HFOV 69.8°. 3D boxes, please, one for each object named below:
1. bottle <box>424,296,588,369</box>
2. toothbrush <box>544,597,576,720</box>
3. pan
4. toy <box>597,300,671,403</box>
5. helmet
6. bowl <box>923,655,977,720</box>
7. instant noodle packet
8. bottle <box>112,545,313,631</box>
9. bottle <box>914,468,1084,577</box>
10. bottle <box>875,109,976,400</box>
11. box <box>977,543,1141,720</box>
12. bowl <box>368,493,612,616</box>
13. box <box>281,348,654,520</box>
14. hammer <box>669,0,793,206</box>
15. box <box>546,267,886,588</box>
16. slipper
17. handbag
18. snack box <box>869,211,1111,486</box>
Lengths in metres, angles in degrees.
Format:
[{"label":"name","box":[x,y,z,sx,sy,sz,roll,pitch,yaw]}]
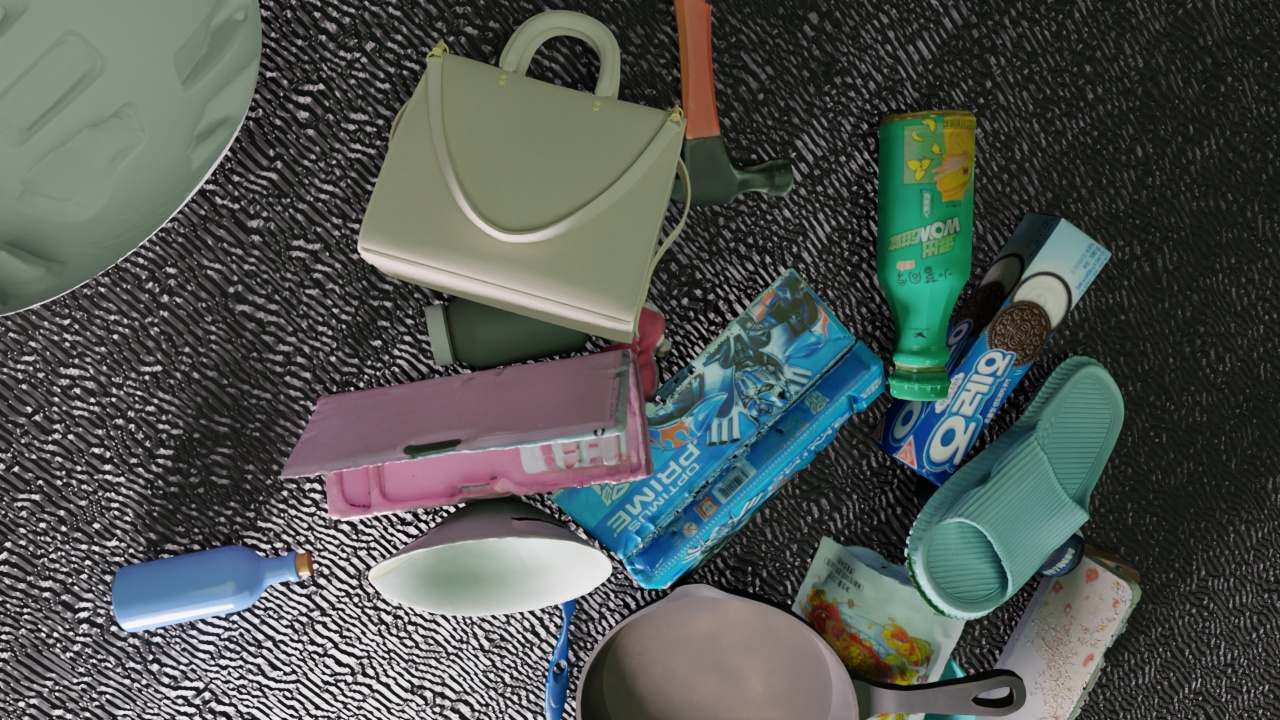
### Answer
[{"label":"bottle","box":[-0.094,-0.027,0.651,0.108,0.060,0.060,-11,109,-9]},{"label":"toothbrush","box":[-0.067,0.249,0.768,0.021,0.016,0.132,4,109,-13]},{"label":"pan","box":[0.126,0.275,0.753,0.356,0.043,0.249,-7,107,8]},{"label":"toy","box":[-0.004,0.004,0.686,0.050,0.065,0.102,4,105,-47]},{"label":"helmet","box":[-0.342,-0.160,0.490,0.283,0.183,0.224,-43,116,11]},{"label":"bowl","box":[0.242,0.297,0.817,0.046,0.121,0.121,0,114,-58]},{"label":"instant noodle packet","box":[0.173,0.298,0.795,0.147,0.057,0.269,21,102,15]},{"label":"bottle","box":[-0.308,0.161,0.671,0.131,0.048,0.048,-10,109,-9]},{"label":"bottle","box":[0.308,0.136,0.789,0.160,0.056,0.056,27,100,-18]},{"label":"bottle","box":[0.210,-0.075,0.681,0.068,0.068,0.210,-3,99,-11]},{"label":"box","box":[0.385,0.277,0.842,0.107,0.095,0.216,13,105,-42]},{"label":"bowl","box":[-0.110,0.134,0.689,0.174,0.067,0.174,-4,149,-2]},{"label":"box","box":[-0.116,0.049,0.608,0.233,0.098,0.099,-7,86,9]},{"label":"hammer","box":[0.032,-0.272,0.619,0.133,0.033,0.333,-7,107,-9]},{"label":"box","box":[0.074,0.069,0.684,0.243,0.063,0.174,-44,137,4]},{"label":"slipper","box":[0.317,0.098,0.727,0.275,0.070,0.116,-43,108,-21]},{"label":"handbag","box":[-0.061,-0.131,0.590,0.194,0.101,0.197,16,83,1]},{"label":"snack box","box":[0.277,-0.010,0.736,0.059,0.059,0.226,31,100,-15]}]
